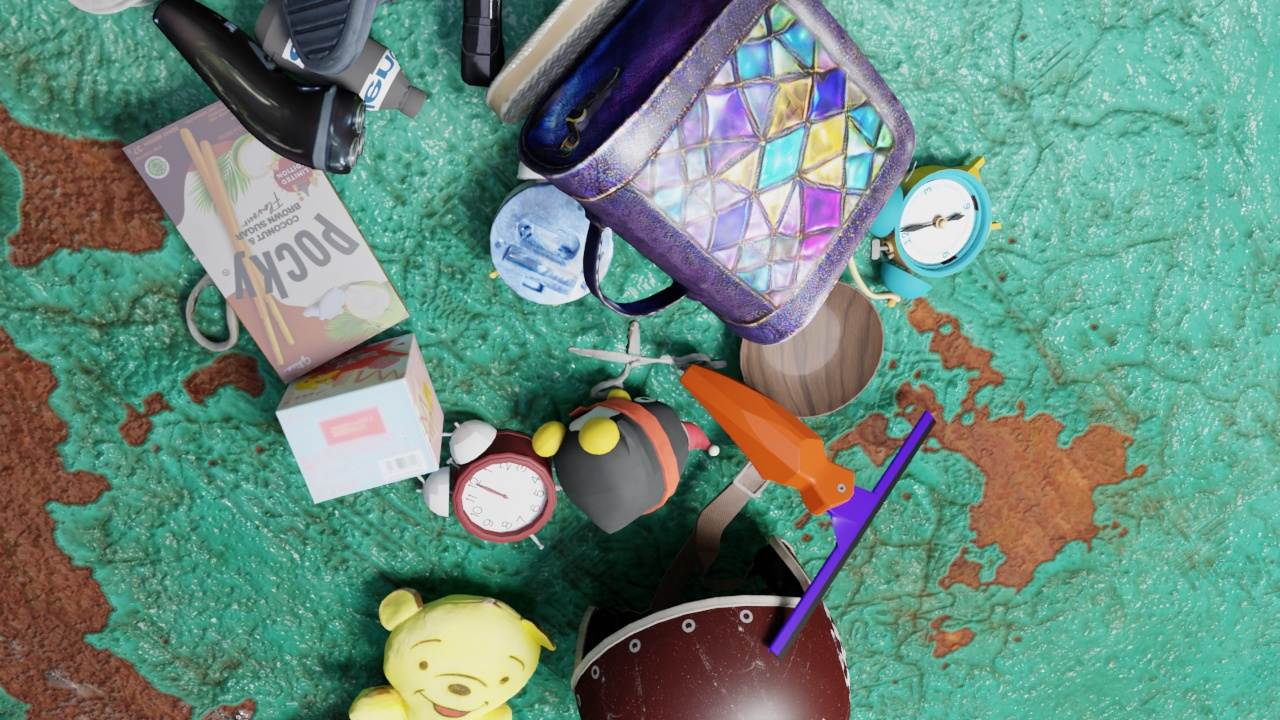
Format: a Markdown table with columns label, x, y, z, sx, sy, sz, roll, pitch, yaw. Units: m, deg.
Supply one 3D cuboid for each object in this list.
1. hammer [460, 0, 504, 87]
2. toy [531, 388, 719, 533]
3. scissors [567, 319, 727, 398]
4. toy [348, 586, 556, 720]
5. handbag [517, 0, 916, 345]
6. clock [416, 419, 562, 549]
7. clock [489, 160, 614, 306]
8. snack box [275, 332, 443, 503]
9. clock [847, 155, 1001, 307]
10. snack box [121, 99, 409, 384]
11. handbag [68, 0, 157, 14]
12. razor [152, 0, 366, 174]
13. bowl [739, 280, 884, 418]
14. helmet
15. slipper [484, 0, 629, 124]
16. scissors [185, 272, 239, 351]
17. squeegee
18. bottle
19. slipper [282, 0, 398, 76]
| label | x | y | z | sx | sy | sz | roll | pitch | yaw |
| --- | --- | --- | --- | --- | --- | --- | --- | --- | --- |
| hammer | -0.091 | -0.335 | 0.544 | 0.025 | 0.117 | 0.334 | 5 | 117 | -3 |
| toy | -0.009 | 0.072 | 0.725 | 0.118 | 0.098 | 0.100 | -31 | 105 | -41 |
| scissors | 0.009 | -0.002 | 0.699 | 0.164 | 0.014 | 0.142 | -6 | 159 | -25 |
| toy | -0.175 | 0.284 | 0.791 | 0.149 | 0.084 | 0.214 | 19 | 107 | -24 |
| handbag | 0.045 | -0.124 | 0.608 | 0.204 | 0.125 | 0.222 | 35 | 95 | -35 |
| clock | -0.120 | 0.099 | 0.744 | 0.124 | 0.044 | 0.087 | 27 | 106 | -19 |
| clock | -0.058 | -0.102 | 0.667 | 0.089 | 0.052 | 0.125 | 25 | 106 | -17 |
| snack box | -0.203 | 0.039 | 0.678 | 0.093 | 0.094 | 0.079 | -15 | 113 | -3 |
| clock | 0.219 | -0.103 | 0.719 | 0.129 | 0.043 | 0.099 | -28 | 114 | -5 |
| snack box | -0.255 | -0.088 | 0.642 | 0.101 | 0.031 | 0.186 | -30 | 114 | -8 |
| handbag | -0.311 | -0.302 | 0.511 | 0.139 | 0.072 | 0.195 | -19 | 120 | 12 |
| razor | -0.231 | -0.174 | 0.571 | 0.064 | 0.053 | 0.140 | -40 | 117 | 16 |
| bowl | 0.135 | -0.014 | 0.745 | 0.119 | 0.032 | 0.119 | -3 | 113 | -8 |
| helmet | 0.062 | 0.241 | 0.754 | 0.233 | 0.253 | 0.234 | -24 | 122 | 11 |
| slipper | -0.017 | -0.263 | 0.580 | 0.052 | 0.115 | 0.263 | 42 | 102 | -3 |
| scissors | -0.282 | -0.079 | 0.662 | 0.153 | 0.012 | 0.163 | 27 | 101 | -21 |
| squeegee | 0.106 | 0.066 | 0.700 | 0.185 | 0.055 | 0.248 | 40 | 61 | 5 |
| bottle | -0.196 | -0.197 | 0.608 | 0.112 | 0.047 | 0.047 | 28 | 105 | -19 |
| slipper | -0.150 | -0.300 | 0.547 | 0.082 | 0.101 | 0.264 | 1 | 100 | -45 |
